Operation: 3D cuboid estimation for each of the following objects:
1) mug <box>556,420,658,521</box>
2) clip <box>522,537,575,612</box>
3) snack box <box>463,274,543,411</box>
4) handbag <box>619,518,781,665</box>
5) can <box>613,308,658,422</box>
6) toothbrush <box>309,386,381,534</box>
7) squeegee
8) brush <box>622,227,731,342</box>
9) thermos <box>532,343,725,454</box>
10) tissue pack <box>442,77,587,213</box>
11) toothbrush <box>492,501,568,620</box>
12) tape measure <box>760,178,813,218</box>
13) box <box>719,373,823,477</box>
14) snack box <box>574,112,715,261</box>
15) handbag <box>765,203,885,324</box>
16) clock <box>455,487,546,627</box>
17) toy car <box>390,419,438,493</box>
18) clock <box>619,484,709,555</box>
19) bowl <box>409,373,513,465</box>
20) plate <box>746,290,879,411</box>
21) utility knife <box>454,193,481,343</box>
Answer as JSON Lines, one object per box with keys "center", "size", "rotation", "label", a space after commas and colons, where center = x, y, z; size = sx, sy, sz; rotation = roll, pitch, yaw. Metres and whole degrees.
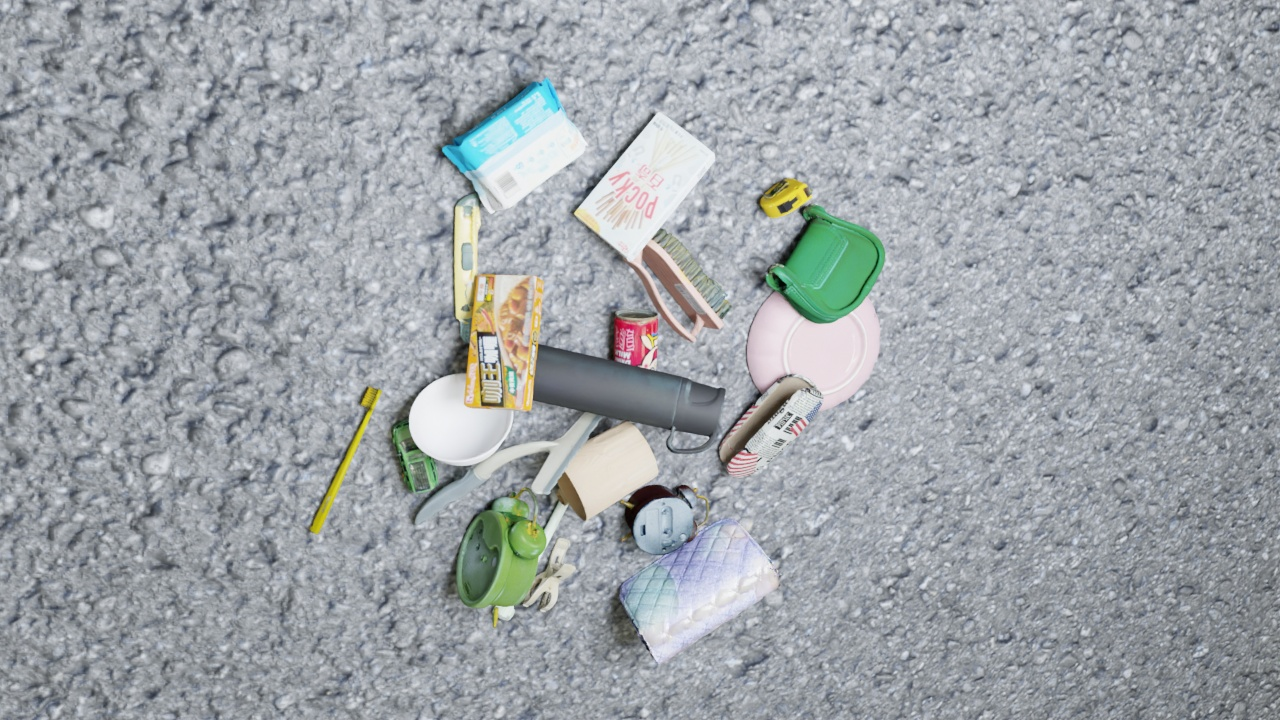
{"center": [-0.047, 0.136, 1.116], "size": [0.103, 0.125, 0.084], "rotation": [-28, 80, -18], "label": "mug"}
{"center": [-0.117, 0.282, 1.184], "size": [0.034, 0.060, 0.097], "rotation": [22, 109, -21], "label": "clip"}
{"center": [-0.155, -0.021, 1.041], "size": [0.075, 0.026, 0.153], "rotation": [2, 82, 17], "label": "snack box"}
{"center": [0.076, 0.298, 1.196], "size": [0.194, 0.134, 0.075], "rotation": [-32, 112, -6], "label": "handbag"}
{"center": [-0.007, 0.007, 1.127], "size": [0.053, 0.053, 0.133], "rotation": [-3, 106, -17], "label": "can"}
{"center": [-0.347, 0.117, 1.074], "size": [0.016, 0.015, 0.190], "rotation": [23, 98, -18], "label": "toothbrush"}
{"center": [-0.178, 0.134, 1.079], "size": [0.247, 0.246, 0.039], "rotation": [-27, 100, 20], "label": "squeegee"}
{"center": [0.042, -0.092, 1.108], "size": [0.073, 0.063, 0.145], "rotation": [-46, 113, -12], "label": "brush"}
{"center": [-0.027, 0.045, 1.068], "size": [0.242, 0.068, 0.089], "rotation": [13, 66, 5], "label": "thermos"}
{"center": [-0.135, -0.237, 1.010], "size": [0.140, 0.063, 0.090], "rotation": [-37, 115, -3], "label": "tissue pack"}
{"center": [-0.135, 0.249, 1.178], "size": [0.029, 0.020, 0.189], "rotation": [26, 96, -29], "label": "toothbrush"}
{"center": [0.174, -0.201, 1.121], "size": [0.057, 0.060, 0.029], "rotation": [-36, 115, 1], "label": "tape measure"}
{"center": [0.174, 0.095, 1.182], "size": [0.074, 0.077, 0.164], "rotation": [29, 112, -28], "label": "box"}
{"center": [0.005, -0.201, 1.063], "size": [0.085, 0.027, 0.157], "rotation": [40, 91, 11], "label": "snack box"}
{"center": [0.228, -0.117, 1.136], "size": [0.120, 0.068, 0.131], "rotation": [34, 77, -8], "label": "handbag"}
{"center": [-0.166, 0.229, 1.112], "size": [0.056, 0.116, 0.161], "rotation": [19, 103, -33], "label": "clock"}
{"center": [-0.266, 0.114, 1.089], "size": [0.043, 0.036, 0.091], "rotation": [-15, 106, -12], "label": "toy car"}
{"center": [0.034, 0.205, 1.198], "size": [0.121, 0.055, 0.082], "rotation": [-6, 107, -17], "label": "clock"}
{"center": [-0.205, 0.081, 1.073], "size": [0.118, 0.118, 0.065], "rotation": [-17, 148, -12], "label": "bowl"}
{"center": [0.235, -0.017, 1.204], "size": [0.192, 0.039, 0.192], "rotation": [-5, 107, -16], "label": "plate"}
{"center": [-0.199, -0.103, 1.059], "size": [0.031, 0.019, 0.178], "rotation": [-1, 110, -11], "label": "utility knife"}
